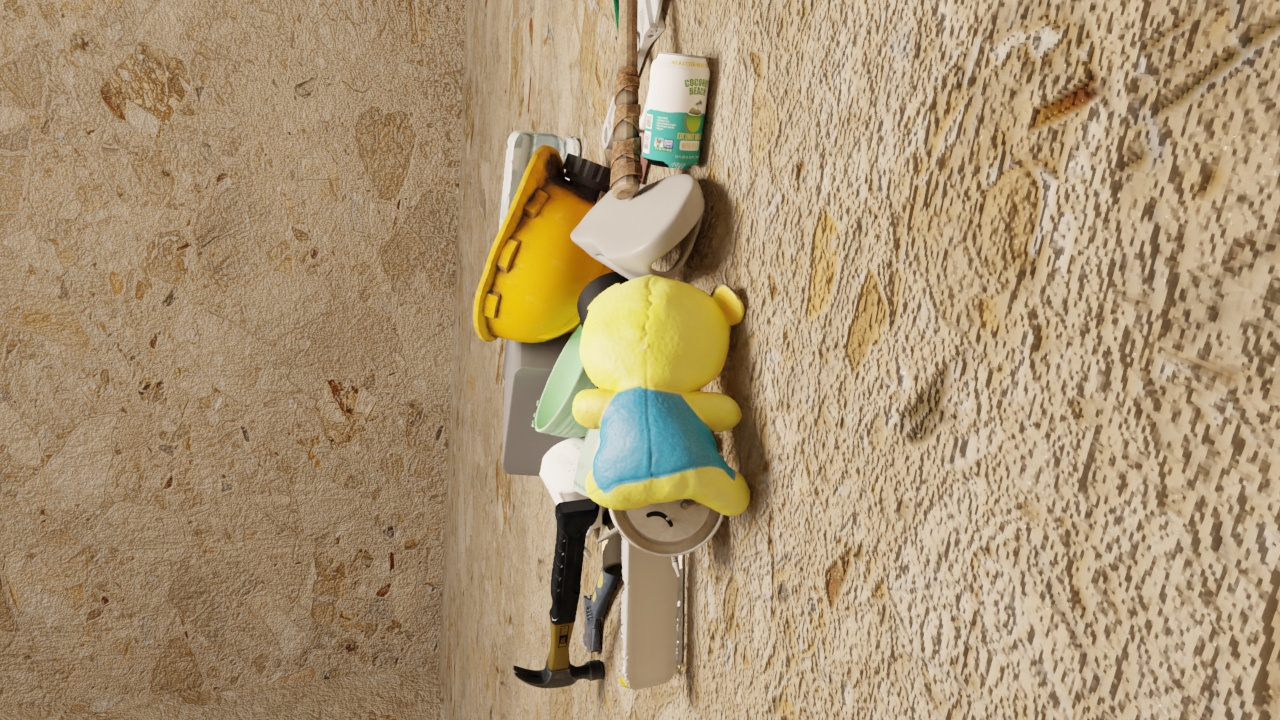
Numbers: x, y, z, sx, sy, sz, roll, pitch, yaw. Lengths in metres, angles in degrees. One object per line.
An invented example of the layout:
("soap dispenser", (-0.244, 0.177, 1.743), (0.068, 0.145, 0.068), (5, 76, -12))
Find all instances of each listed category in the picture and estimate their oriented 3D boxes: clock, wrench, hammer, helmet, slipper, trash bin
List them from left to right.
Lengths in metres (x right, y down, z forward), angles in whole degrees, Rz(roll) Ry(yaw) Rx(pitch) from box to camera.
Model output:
("trash bin", (-0.141, 0.022, 1.291), (0.219, 0.097, 0.192), (-100, 18, -54))
("helmet", (-0.096, -0.122, 1.136), (0.205, 0.131, 0.255), (-32, -37, -78))
("hammer", (-0.091, 0.290, 1.099), (0.025, 0.117, 0.334), (-113, 24, -48))
("wrench", (-0.047, 0.294, 1.165), (0.274, 0.022, 0.073), (109, 154, -46))
("hammer", (-0.012, -0.317, 0.926), (0.122, 0.049, 0.318), (152, 121, -65))
("wrench", (-0.012, -0.350, 1.072), (0.274, 0.018, 0.086), (121, 145, -60))
("slipper", (0.007, -0.121, 0.917), (0.113, 0.080, 0.266), (-46, 21, -9))
("clock", (0.027, 0.107, 0.833), (0.061, 0.103, 0.156), (126, 167, -73))

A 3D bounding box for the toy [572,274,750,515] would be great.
("toy", (0.016, 0.021, 0.775), (0.084, 0.149, 0.213), (69, -159, -71))

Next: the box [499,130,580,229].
("box", (-0.133, -0.233, 1.378), (0.127, 0.106, 0.215), (29, 120, 44))

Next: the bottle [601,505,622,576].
("bottle", (-0.022, 0.152, 1.052), (0.045, 0.045, 0.184), (116, 156, -55))

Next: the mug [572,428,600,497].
("mug", (-0.019, 0.094, 0.998), (0.111, 0.084, 0.104), (-18, -59, -82))

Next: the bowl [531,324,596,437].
("bowl", (-0.060, 0.030, 1.083), (0.151, 0.077, 0.150), (-56, 17, 26))

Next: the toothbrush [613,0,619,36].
("toothbrush", (-0.019, -0.378, 1.035), (0.016, 0.017, 0.189), (118, 148, -60))

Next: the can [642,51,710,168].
("can", (0.033, -0.234, 0.859), (0.055, 0.055, 0.102), (-129, 43, -64))

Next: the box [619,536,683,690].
("box", (0.016, 0.211, 0.912), (0.117, 0.057, 0.210), (-4, -84, -71))

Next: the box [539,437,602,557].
("box", (-0.072, 0.170, 1.125), (0.083, 0.092, 0.166), (33, 157, 37))

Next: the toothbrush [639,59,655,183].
("toothbrush", (-0.002, -0.229, 1.022), (0.027, 0.026, 0.223), (57, 144, 38))

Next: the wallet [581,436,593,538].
("wallet", (-0.078, 0.159, 1.245), (0.115, 0.037, 0.119), (-107, 23, -57))

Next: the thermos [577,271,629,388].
("thermos", (-0.006, 0.005, 0.929), (0.198, 0.086, 0.086), (-107, 24, -43))
